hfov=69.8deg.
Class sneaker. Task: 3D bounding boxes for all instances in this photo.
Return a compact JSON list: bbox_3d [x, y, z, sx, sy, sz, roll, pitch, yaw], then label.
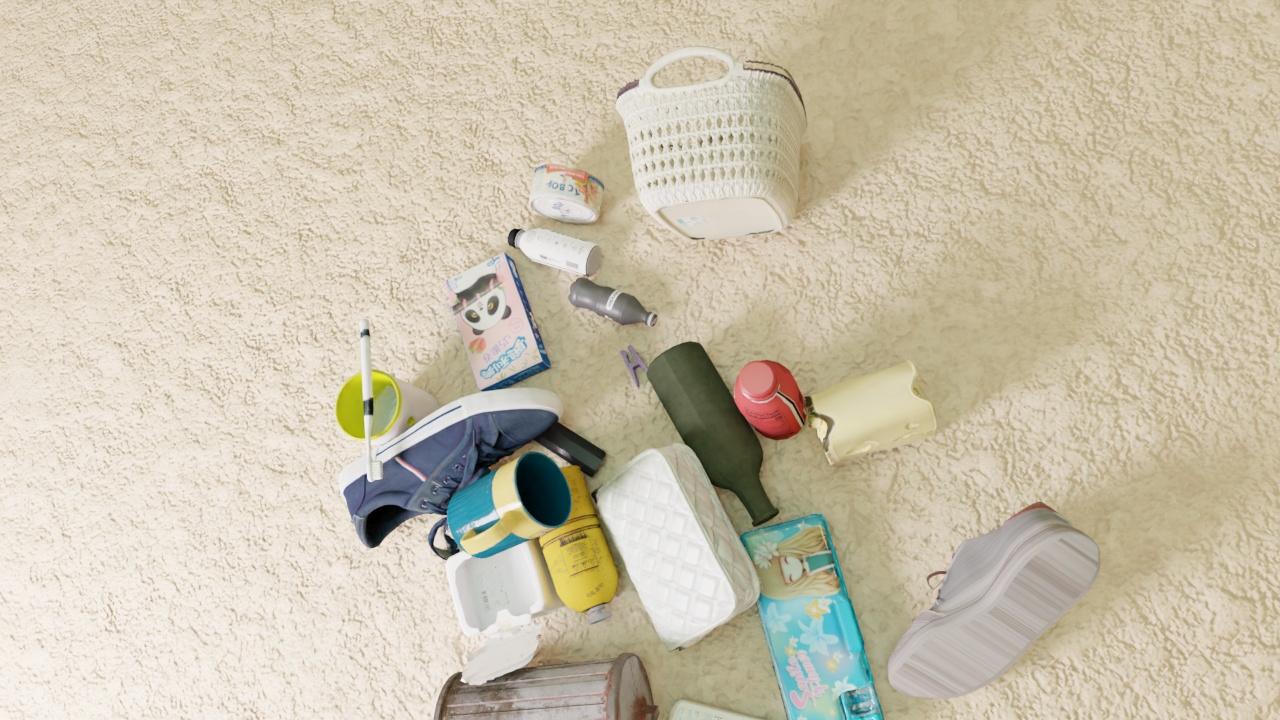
[{"bbox_3d":[-0.205,0.133,1.027,0.295,0.120,0.127,-29,60,16],"label":"sneaker"},{"bbox_3d":[0.326,0.226,0.881,0.099,0.089,0.237,37,110,-12],"label":"sneaker"}]

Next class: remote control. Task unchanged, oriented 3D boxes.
[{"bbox_3d":[-0.104,0.086,1.064,0.147,0.015,0.033,30,86,20],"label":"remote control"},{"bbox_3d":[0.091,0.377,0.936,0.126,0.018,0.038,9,79,16],"label":"remote control"}]

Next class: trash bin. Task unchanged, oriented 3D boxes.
[{"bbox_3d":[-0.086,0.371,0.929,0.211,0.131,0.130,-10,74,15],"label":"trash bin"}]

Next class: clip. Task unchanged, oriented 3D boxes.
[{"bbox_3d":[-0.004,0.005,1.059,0.033,0.013,0.051,-30,68,5],"label":"clip"}]

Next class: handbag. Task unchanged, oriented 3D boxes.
[{"bbox_3d":[0.037,0.192,0.957,0.139,0.072,0.194,-41,66,36],"label":"handbag"},{"bbox_3d":[0.230,0.055,0.927,0.119,0.111,0.081,-19,81,11],"label":"handbag"}]

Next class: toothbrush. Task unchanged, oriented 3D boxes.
[{"bbox_3d":[-0.299,0.042,1.018,0.017,0.012,0.186,-8,74,0],"label":"toothbrush"}]

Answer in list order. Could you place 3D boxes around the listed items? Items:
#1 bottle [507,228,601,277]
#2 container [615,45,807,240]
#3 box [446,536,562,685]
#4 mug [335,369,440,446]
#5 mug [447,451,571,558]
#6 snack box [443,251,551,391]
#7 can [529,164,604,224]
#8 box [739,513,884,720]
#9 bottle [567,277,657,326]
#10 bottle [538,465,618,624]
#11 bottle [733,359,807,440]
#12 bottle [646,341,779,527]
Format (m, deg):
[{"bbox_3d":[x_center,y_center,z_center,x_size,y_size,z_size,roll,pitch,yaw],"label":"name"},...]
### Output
[{"bbox_3d":[-0.106,-0.135,1.106,0.116,0.041,0.041,18,82,19],"label":"bottle"},{"bbox_3d":[0.082,-0.217,0.975,0.185,0.251,0.143,-3,85,17],"label":"container"},{"bbox_3d":[-0.146,0.273,0.990,0.111,0.101,0.188,-24,51,10],"label":"box"},{"bbox_3d":[-0.293,0.062,1.075,0.083,0.106,0.082,-4,75,15],"label":"mug"},{"bbox_3d":[-0.143,0.157,0.940,0.107,0.113,0.083,-27,102,29],"label":"mug"},{"bbox_3d":[-0.174,-0.044,1.107,0.088,0.033,0.154,-25,71,9],"label":"snack box"},{"bbox_3d":[-0.088,-0.197,1.093,0.086,0.086,0.043,7,79,17],"label":"can"},{"bbox_3d":[0.173,0.275,0.926,0.094,0.039,0.226,-18,72,11],"label":"box"},{"bbox_3d":[-0.031,-0.065,1.070,0.110,0.036,0.036,22,83,19],"label":"bottle"},{"bbox_3d":[-0.071,0.203,0.996,0.071,0.071,0.163,-25,71,8],"label":"bottle"},{"bbox_3d":[0.129,0.037,0.924,0.062,0.176,0.062,-4,75,15],"label":"bottle"},{"bbox_3d":[0.083,0.080,0.983,0.071,0.071,0.206,-32,70,6],"label":"bottle"}]
